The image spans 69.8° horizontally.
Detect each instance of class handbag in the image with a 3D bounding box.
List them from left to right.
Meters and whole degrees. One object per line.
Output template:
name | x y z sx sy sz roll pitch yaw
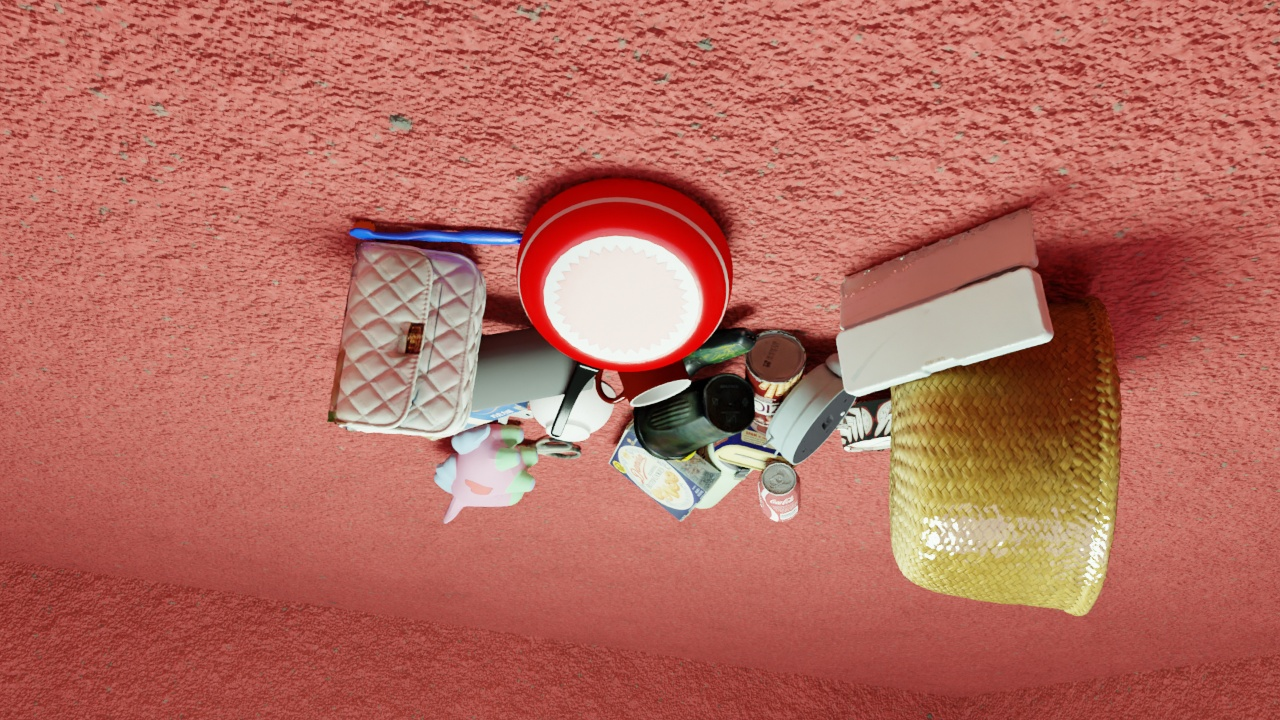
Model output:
handbag | -0.235 -0.021 0.929 0.139 0.194 0.072 6 172 -3

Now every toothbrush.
toothbrush | -0.200 -0.127 0.919 0.182 0.018 0.016 2 149 0

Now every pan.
pan | -0.041 -0.023 0.928 0.209 0.067 0.357 17 130 -10

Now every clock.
clock | 0.210 0.052 1.076 0.045 0.159 0.122 39 179 23
clock | 0.316 0.076 1.165 0.115 0.065 0.154 -17 161 36

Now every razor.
razor | 0.071 -0.003 1.048 0.054 0.067 0.152 26 153 -33

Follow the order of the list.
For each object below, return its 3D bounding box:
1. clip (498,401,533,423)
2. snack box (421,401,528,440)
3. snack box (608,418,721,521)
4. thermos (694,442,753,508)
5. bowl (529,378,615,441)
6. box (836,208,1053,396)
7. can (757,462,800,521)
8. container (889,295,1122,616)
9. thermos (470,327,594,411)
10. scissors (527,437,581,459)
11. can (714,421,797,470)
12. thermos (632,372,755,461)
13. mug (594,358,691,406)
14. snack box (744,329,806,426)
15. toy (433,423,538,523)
clip | -0.176 0.069 1.272 0.058 0.050 0.102 16 155 6
snack box | -0.262 0.028 1.172 0.203 0.069 0.155 -19 143 39
snack box | 0.032 0.156 1.328 0.145 0.042 0.145 37 152 6
thermos | 0.121 0.150 1.330 0.082 0.082 0.232 10 153 -10
bowl | -0.094 0.069 1.232 0.118 0.062 0.118 4 153 2
box | 0.270 -0.051 0.846 0.198 0.134 0.040 -20 152 40
can | 0.179 0.169 1.181 0.054 0.054 0.097 0 153 10
container | 0.355 0.088 0.937 0.197 0.306 0.307 2 153 13
thermos | -0.178 0.014 1.027 0.240 0.082 0.082 -10 157 -16
scissors | -0.177 0.133 1.432 0.171 0.012 0.121 10 153 -2
can | 0.151 0.088 1.191 0.116 0.092 0.057 16 151 -21
thermos | 0.063 0.071 1.133 0.098 0.098 0.221 15 164 -18
mug | -0.006 0.006 1.032 0.106 0.082 0.073 -25 165 16
snack box | 0.157 0.023 1.086 0.072 0.072 0.121 2 153 6
toy | -0.246 0.161 1.400 0.171 0.119 0.222 -4 145 12
